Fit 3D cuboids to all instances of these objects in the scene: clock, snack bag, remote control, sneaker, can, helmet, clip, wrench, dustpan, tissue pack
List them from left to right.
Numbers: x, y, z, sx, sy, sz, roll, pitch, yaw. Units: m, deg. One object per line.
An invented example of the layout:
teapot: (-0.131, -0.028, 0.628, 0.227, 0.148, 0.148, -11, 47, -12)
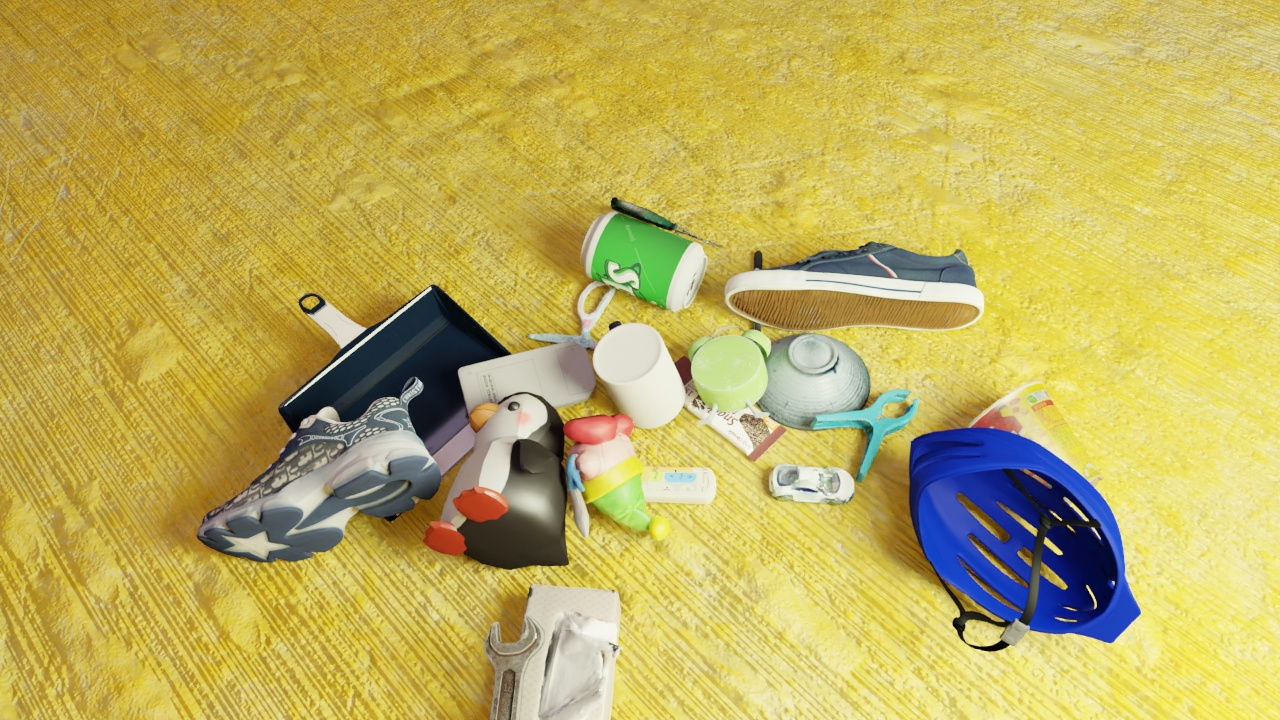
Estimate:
sneaker: (-0.336, 0.113, 0.953, 0.270, 0.103, 0.132, -23, 53, 11)
dustpan: (-0.298, 0.012, 1.064, 0.273, 0.080, 0.235, 33, 62, 27)
wrench: (-0.120, 0.355, 0.774, 0.070, 0.010, 0.272, 1, 71, 11)
remote control: (-0.128, 0.027, 1.056, 0.151, 0.019, 0.074, -14, 71, -11)
tissue pack: (-0.067, 0.292, 0.838, 0.104, 0.071, 0.181, 2, 50, 9)
can: (0.004, -0.121, 1.120, 0.140, 0.088, 0.087, 23, 58, 12)
remote control: (0.018, 0.132, 0.979, 0.126, 0.018, 0.038, 1, 53, 9)
snack bag: (0.087, 0.051, 1.036, 0.057, 0.013, 0.158, -40, 59, -21)
clock: (0.100, 0.009, 1.022, 0.094, 0.042, 0.119, -9, 49, 12)
sneaker: (0.245, -0.103, 1.080, 0.294, 0.121, 0.127, 0, 65, 1)
clip: (0.249, 0.063, 0.995, 0.116, 0.026, 0.097, -31, 73, -21)
helmet: (0.314, 0.159, 0.809, 0.241, 0.148, 0.227, 41, 30, 25)

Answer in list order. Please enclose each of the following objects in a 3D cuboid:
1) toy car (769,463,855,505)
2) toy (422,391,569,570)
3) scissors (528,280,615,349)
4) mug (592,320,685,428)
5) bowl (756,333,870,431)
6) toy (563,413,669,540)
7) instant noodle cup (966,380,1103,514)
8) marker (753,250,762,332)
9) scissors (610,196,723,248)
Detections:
toy car: (0.180, 0.128, 0.958, 0.090, 0.027, 0.038, 3, 51, 8)
toy: (-0.124, 0.116, 0.952, 0.140, 0.160, 0.183, 29, 40, -21)
scissors: (-0.052, -0.034, 1.118, 0.171, 0.013, 0.176, 5, 55, 13)
mug: (-0.006, 0.006, 1.018, 0.078, 0.097, 0.111, -27, 53, 1)
bowl: (0.192, 0.007, 1.030, 0.137, 0.057, 0.136, -3, 53, 4)
toy: (-0.026, 0.119, 0.926, 0.097, 0.124, 0.131, -7, 84, 19)
instant noodle cup: (0.398, 0.093, 0.925, 0.100, 0.100, 0.112, -25, 62, -13)
marker: (0.145, -0.079, 1.131, 0.011, 0.011, 0.151, 1, 53, 7)
scissors: (0.008, -0.178, 1.140, 0.202, 0.205, 0.015, 25, 97, 34)
